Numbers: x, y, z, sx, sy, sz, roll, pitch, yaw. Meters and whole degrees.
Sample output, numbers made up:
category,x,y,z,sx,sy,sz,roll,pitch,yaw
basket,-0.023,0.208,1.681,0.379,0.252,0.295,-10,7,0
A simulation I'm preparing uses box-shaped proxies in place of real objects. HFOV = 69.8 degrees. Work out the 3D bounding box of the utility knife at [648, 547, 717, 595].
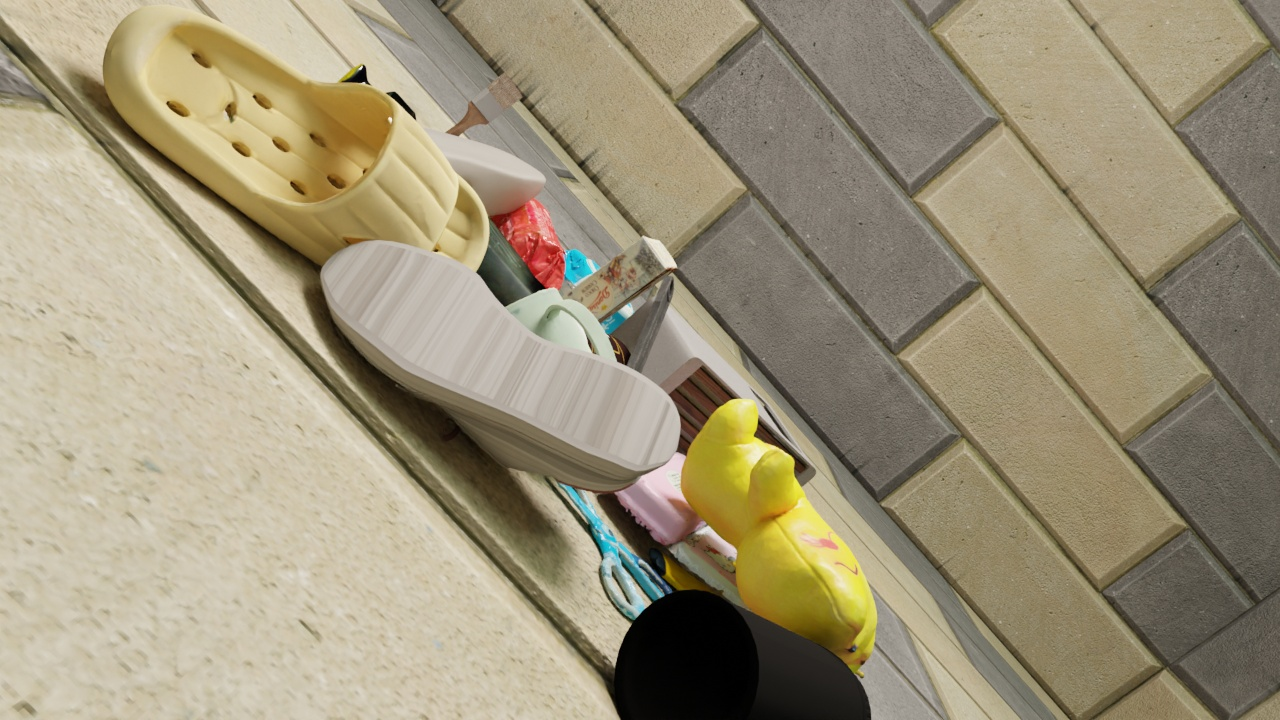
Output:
category,x,y,z,sx,sy,sz,roll,pitch,yaw
utility knife,0.059,0.193,0.722,0.159,0.017,0.030,39,18,-30

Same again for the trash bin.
category,x,y,z,sx,sy,sz,roll,pitch,yaw
trash bin,0.059,0.062,0.945,0.229,0.114,0.114,42,12,-36

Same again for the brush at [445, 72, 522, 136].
category,x,y,z,sx,sy,sz,roll,pitch,yaw
brush,-0.187,-0.241,0.951,0.008,0.143,0.045,53,2,17

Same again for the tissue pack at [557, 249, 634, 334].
category,x,y,z,sx,sy,sz,roll,pitch,yaw
tissue pack,-0.055,-0.073,1.129,0.144,0.062,0.092,40,13,-41

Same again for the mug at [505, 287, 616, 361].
category,x,y,z,sx,sy,sz,roll,pitch,yaw
mug,-0.061,0.006,0.651,0.083,0.112,0.104,-26,84,-47

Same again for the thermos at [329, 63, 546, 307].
category,x,y,z,sx,sy,sz,roll,pitch,yaw
thermos,-0.166,-0.108,0.697,0.221,0.098,0.098,50,8,-25

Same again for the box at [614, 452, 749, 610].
category,x,y,z,sx,sy,sz,roll,pitch,yaw
box,0.053,0.139,0.777,0.153,0.037,0.201,41,8,14

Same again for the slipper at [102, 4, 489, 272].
category,x,y,z,sx,sy,sz,roll,pitch,yaw
slipper,-0.186,-0.120,0.562,0.079,0.111,0.261,-3,-27,45

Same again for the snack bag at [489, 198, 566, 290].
category,x,y,z,sx,sy,sz,roll,pitch,yaw
snack bag,-0.121,-0.119,0.954,0.082,0.082,0.176,44,10,-26

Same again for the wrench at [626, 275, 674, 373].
category,x,y,z,sx,sy,sz,roll,pitch,yaw
wrench,-0.005,0.005,0.796,0.272,0.018,0.073,-68,160,-49

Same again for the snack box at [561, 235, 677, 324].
category,x,y,z,sx,sy,sz,roll,pitch,yaw
snack box,-0.036,-0.068,0.938,0.041,0.147,0.143,55,9,-2

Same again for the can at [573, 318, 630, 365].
category,x,y,z,sx,sy,sz,roll,pitch,yaw
can,-0.056,0.003,0.791,0.072,0.072,0.128,52,10,19

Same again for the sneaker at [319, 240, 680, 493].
category,x,y,z,sx,sy,sz,roll,pitch,yaw
sneaker,-0.095,0.017,0.573,0.236,0.090,0.099,30,49,-2

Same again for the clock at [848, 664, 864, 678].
category,x,y,z,sx,sy,sz,roll,pitch,yaw
clock,0.140,0.239,0.795,0.119,0.057,0.083,45,10,21

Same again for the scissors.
category,x,y,z,sx,sy,sz,roll,pitch,yaw
scissors,-0.017,0.131,0.652,0.117,0.013,0.140,37,14,-49

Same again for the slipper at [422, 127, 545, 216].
category,x,y,z,sx,sy,sz,roll,pitch,yaw
slipper,-0.200,-0.171,0.868,0.113,0.081,0.265,31,17,24

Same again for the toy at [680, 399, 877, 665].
category,x,y,z,sx,sy,sz,roll,pitch,yaw
toy,0.097,0.128,0.668,0.193,0.087,0.134,60,-1,34

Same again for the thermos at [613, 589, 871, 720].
category,x,y,z,sx,sy,sz,roll,pitch,yaw
thermos,0.074,0.202,0.547,0.198,0.086,0.086,38,14,-48
